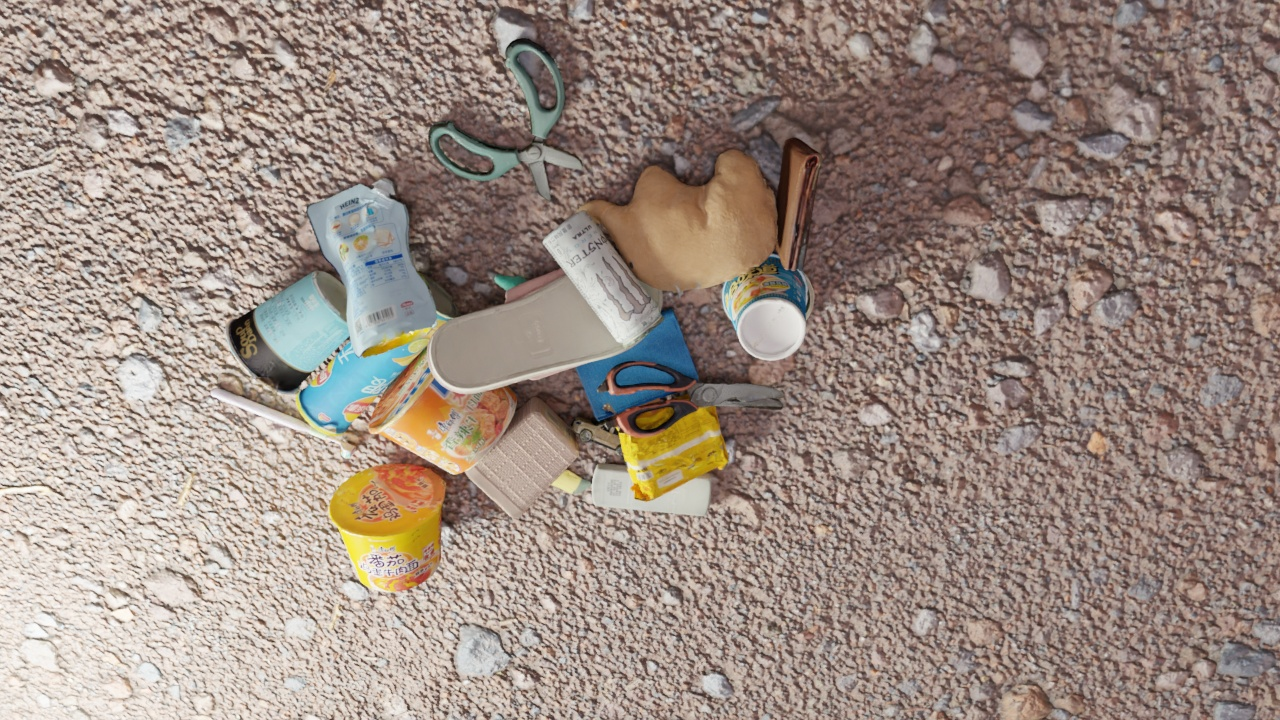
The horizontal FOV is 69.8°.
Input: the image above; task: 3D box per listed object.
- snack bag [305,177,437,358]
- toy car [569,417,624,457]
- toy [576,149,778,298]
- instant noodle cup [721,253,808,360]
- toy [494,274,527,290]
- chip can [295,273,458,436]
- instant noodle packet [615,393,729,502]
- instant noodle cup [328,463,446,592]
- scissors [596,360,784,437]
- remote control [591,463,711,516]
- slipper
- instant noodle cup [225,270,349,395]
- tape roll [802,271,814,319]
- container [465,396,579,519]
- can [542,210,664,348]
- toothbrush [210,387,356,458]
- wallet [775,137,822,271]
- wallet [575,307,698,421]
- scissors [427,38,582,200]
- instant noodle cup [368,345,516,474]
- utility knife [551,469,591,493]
[{"bbox_3d":[-0.294,-0.106,1.007,0.110,0.038,0.191,-23,78,17],"label":"snack bag"},{"bbox_3d":[-0.042,0.090,1.119,0.090,0.042,0.035,21,92,-11],"label":"toy car"},{"bbox_3d":[0.035,-0.140,0.989,0.226,0.082,0.143,-10,85,9],"label":"toy"},{"bbox_3d":[0.137,-0.053,0.988,0.099,0.109,0.099,2,115,3],"label":"instant noodle cup"},{"bbox_3d":[-0.130,-0.052,1.067,0.096,0.030,0.092,12,119,-11],"label":"toy"},{"bbox_3d":[-0.306,-0.006,1.066,0.071,0.071,0.210,43,105,-15],"label":"chip can"},{"bbox_3d":[0.036,0.100,1.097,0.128,0.044,0.111,-21,108,-14],"label":"instant noodle packet"},{"bbox_3d":[-0.309,0.213,1.147,0.138,0.137,0.110,1,122,3],"label":"instant noodle cup"},{"bbox_3d":[0.062,0.054,1.065,0.207,0.015,0.192,41,81,-10],"label":"scissors"},{"bbox_3d":[0.014,0.162,1.158,0.150,0.021,0.058,6,115,1],"label":"remote control"},{"bbox_3d":[-0.102,-0.037,1.016,0.274,0.054,0.114,-22,90,-17],"label":"slipper"},{"bbox_3d":[-0.388,-0.037,1.052,0.120,0.111,0.111,-35,108,9],"label":"instant noodle cup"},{"bbox_3d":[0.155,-0.071,1.048,0.086,0.013,0.086,1,114,3],"label":"tape roll"},{"bbox_3d":[-0.138,0.113,1.101,0.111,0.090,0.090,-43,103,5],"label":"container"},{"bbox_3d":[-0.039,-0.087,0.980,0.058,0.058,0.146,-35,96,17],"label":"can"},{"bbox_3d":[-0.448,0.077,1.151,0.189,0.029,0.021,25,73,-6],"label":"toothbrush"},{"bbox_3d":[0.164,-0.164,0.957,0.032,0.101,0.125,4,114,-1],"label":"wallet"},{"bbox_3d":[-0.006,0.006,1.079,0.133,0.040,0.106,-20,111,4],"label":"wallet"},{"bbox_3d":[-0.137,-0.260,0.978,0.170,0.019,0.180,14,113,-1],"label":"scissors"},{"bbox_3d":[-0.223,0.053,1.062,0.152,0.151,0.111,-41,114,19],"label":"instant noodle cup"},{"bbox_3d":[-0.164,0.117,1.151,0.219,0.022,0.031,26,109,-15],"label":"utility knife"}]
